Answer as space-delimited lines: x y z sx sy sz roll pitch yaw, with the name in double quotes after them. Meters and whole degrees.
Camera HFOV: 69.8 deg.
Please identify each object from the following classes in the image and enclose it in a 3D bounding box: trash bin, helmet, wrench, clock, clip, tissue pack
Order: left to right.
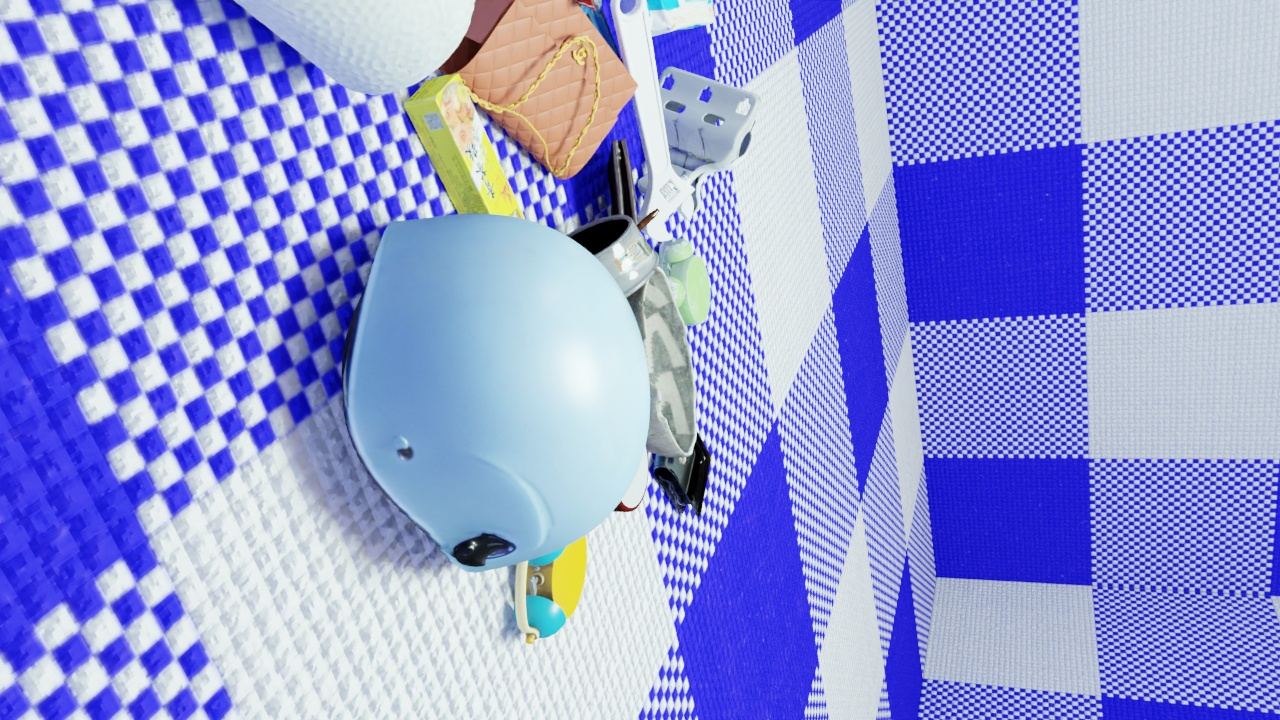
-0.171 -0.231 0.482 0.161 0.133 0.133 46 47 -63 "trash bin"
-0.078 0.026 0.620 0.266 0.167 0.224 74 16 -48 "helmet"
-0.074 0.172 0.755 0.129 0.044 0.099 -5 96 -74 "clock"
-0.045 -0.073 0.782 0.147 0.104 0.056 -48 122 -37 "clock"
0.010 -0.228 0.881 0.066 0.018 0.274 -32 138 -17 "wrench"
0.029 -0.423 1.018 0.208 0.066 0.117 -48 132 -60 "tissue pack"
0.045 -0.084 1.046 0.119 0.043 0.094 52 41 -52 "clock"
0.054 -0.236 1.001 0.075 0.125 0.144 -2 114 -62 "clip"

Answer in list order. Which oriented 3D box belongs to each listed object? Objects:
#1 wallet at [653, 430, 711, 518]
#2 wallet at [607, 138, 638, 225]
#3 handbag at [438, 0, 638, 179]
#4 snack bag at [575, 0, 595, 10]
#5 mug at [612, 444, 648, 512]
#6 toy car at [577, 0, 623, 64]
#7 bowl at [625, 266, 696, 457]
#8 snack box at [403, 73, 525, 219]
0.048 0.115 1.051 0.115 0.026 0.089 61 35 -45 "wallet"
-0.017 -0.145 0.886 0.099 0.031 0.120 -144 -133 -85 "wallet"
-0.076 -0.227 0.739 0.109 0.060 0.172 -57 151 0 "handbag"
-0.089 -0.345 0.692 0.039 0.131 0.144 -37 134 -12 "snack bag"
-0.051 0.097 0.765 0.105 0.083 0.073 -45 128 -59 "mug"
-0.054 -0.289 0.835 0.120 0.056 0.043 62 40 -39 "toy car"
-0.005 0.005 0.847 0.178 0.081 0.178 -8 89 -75 "bowl"
-0.125 -0.137 0.686 0.040 0.029 0.148 -68 146 -43 "snack box"
